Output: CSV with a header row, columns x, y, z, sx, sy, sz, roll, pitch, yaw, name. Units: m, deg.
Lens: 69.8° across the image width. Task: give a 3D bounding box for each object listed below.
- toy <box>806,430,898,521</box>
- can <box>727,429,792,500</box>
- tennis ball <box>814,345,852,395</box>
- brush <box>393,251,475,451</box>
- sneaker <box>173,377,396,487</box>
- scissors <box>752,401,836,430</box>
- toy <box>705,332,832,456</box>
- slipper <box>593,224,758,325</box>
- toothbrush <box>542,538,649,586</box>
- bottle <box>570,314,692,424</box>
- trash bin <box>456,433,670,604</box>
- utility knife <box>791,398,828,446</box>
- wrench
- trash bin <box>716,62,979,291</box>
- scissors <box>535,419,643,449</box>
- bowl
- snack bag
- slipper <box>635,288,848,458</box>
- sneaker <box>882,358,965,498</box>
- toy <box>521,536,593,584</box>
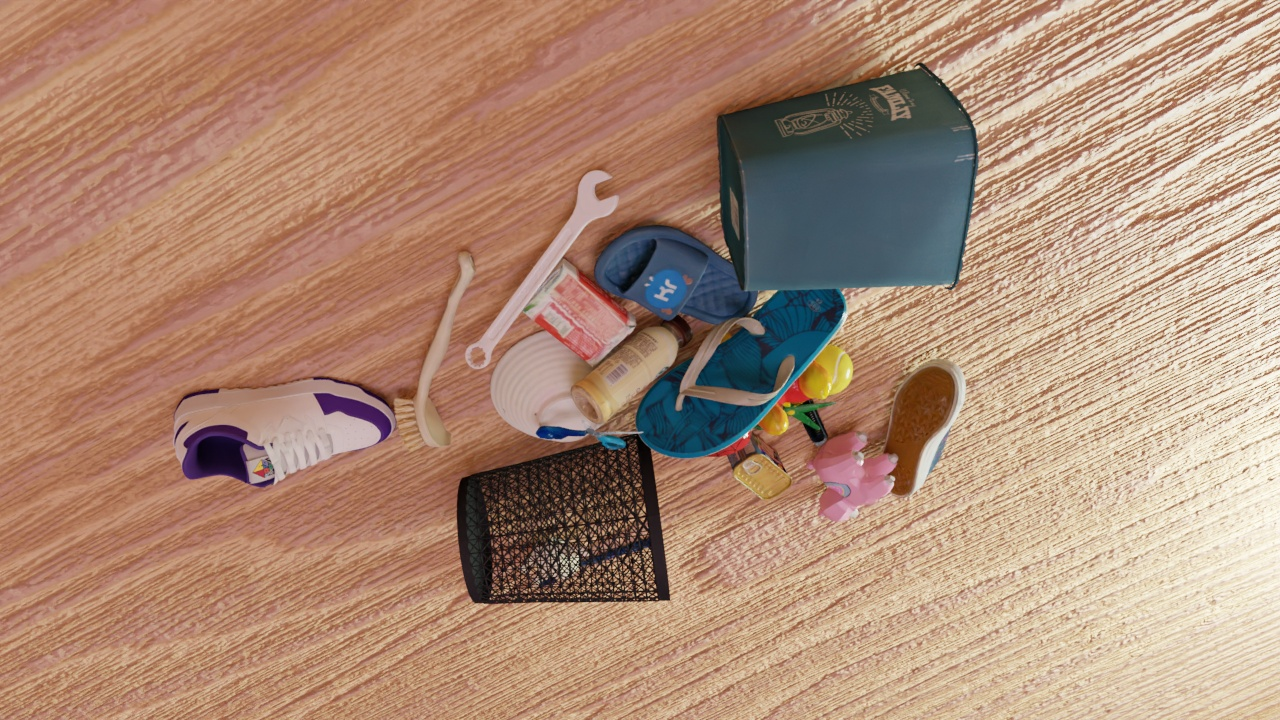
x,y,z,sx,sy,sz,roll,pitch,yaw,name
0.298,0.174,1.332,0.123,0.067,0.158,34,137,-10,toy
0.162,0.144,1.278,0.054,0.059,0.100,-38,128,16,can
0.242,0.012,1.188,0.065,0.065,0.065,-8,130,-9,tennis ball
-0.232,-0.005,1.058,0.077,0.062,0.273,5,123,-25,brush
-0.405,0.090,1.045,0.244,0.111,0.092,-2,129,-14,sneaker
0.199,0.062,1.234,0.126,0.011,0.128,-12,136,13,scissors
0.123,0.040,1.145,0.216,0.147,0.099,-29,157,7,toy
0.049,-0.091,1.056,0.213,0.059,0.104,16,121,-28,slipper
-0.062,0.301,1.374,0.190,0.017,0.016,-18,131,0,toothbrush
-0.006,0.006,1.082,0.161,0.056,0.056,-40,136,-24,bottle
-0.097,0.214,1.179,0.243,0.216,0.217,-7,130,-1,trash bin
0.227,0.067,1.260,0.029,0.020,0.174,-11,135,21,utility knife
-0.113,-0.094,1.010,0.047,0.009,0.274,43,110,10,wrench
0.200,-0.177,0.950,0.218,0.196,0.199,-8,129,-1,trash bin
-0.059,0.088,1.081,0.133,0.014,0.127,1,164,8,scissors
-0.093,0.050,1.125,0.177,0.070,0.178,-7,130,-9,bowl
-0.071,-0.054,1.053,0.116,0.036,0.077,39,111,-21,snack bag
0.122,0.008,1.075,0.295,0.118,0.060,-41,171,1,slipper
0.404,0.089,1.302,0.079,0.087,0.236,-25,138,-37,sneaker
-0.120,0.284,1.323,0.112,0.050,0.087,-35,129,10,toy
